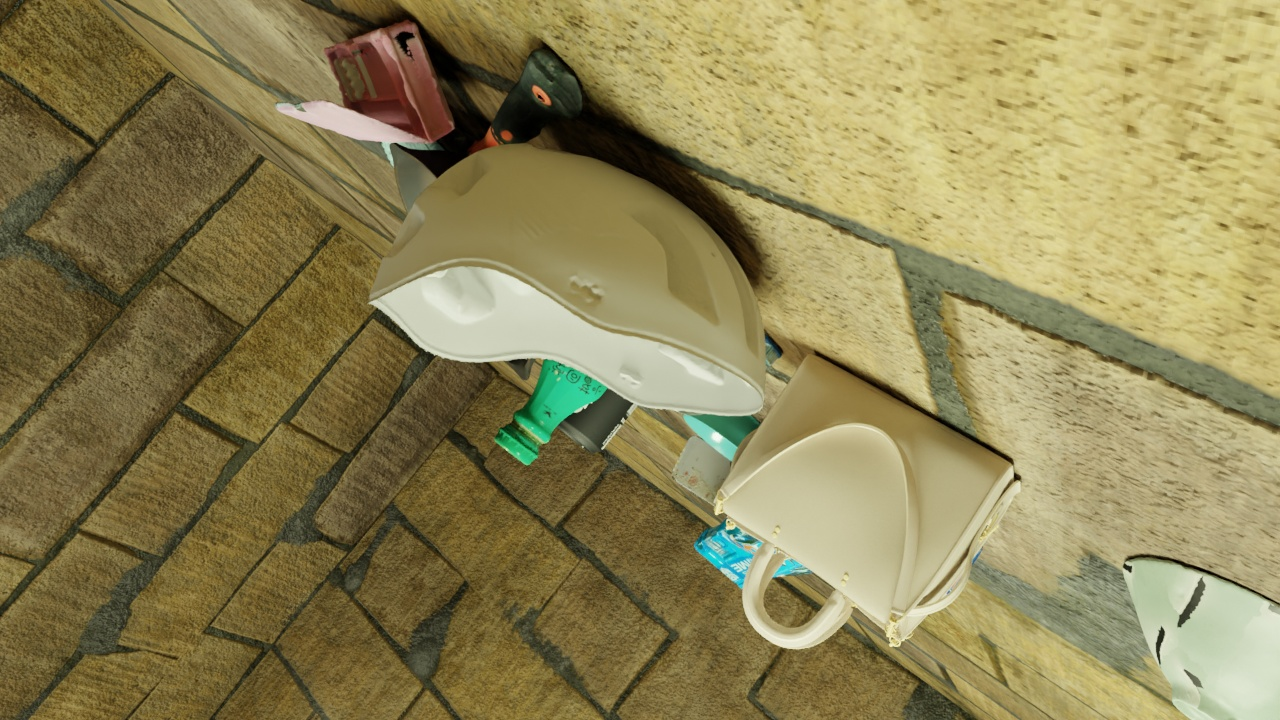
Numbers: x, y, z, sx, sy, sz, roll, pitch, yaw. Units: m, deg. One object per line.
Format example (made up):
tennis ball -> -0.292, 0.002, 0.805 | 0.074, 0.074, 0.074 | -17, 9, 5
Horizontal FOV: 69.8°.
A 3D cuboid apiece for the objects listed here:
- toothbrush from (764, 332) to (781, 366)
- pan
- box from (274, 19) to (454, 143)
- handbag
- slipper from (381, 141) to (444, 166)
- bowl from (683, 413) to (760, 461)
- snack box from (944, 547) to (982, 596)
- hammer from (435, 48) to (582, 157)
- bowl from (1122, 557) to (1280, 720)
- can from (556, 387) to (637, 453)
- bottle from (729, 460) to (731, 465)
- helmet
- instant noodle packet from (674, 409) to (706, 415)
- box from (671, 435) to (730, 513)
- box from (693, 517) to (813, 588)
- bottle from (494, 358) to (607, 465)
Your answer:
toothbrush -> 0.083, -0.035, 0.741 | 0.021, 0.016, 0.132 | 25, 165, 46
pan -> -0.177, -0.101, 0.918 | 0.249, 0.043, 0.357 | 62, 160, -14
box -> -0.249, -0.221, 0.782 | 0.233, 0.098, 0.099 | 26, 138, 56
handbag -> 0.147, 0.122, 0.688 | 0.195, 0.197, 0.101 | 32, 169, 33
slipper -> -0.182, -0.161, 0.984 | 0.116, 0.069, 0.276 | 12, 135, 49
bowl -> 0.114, 0.086, 1.110 | 0.121, 0.046, 0.121 | 37, 171, 7
snack box -> 0.230, 0.148, 0.935 | 0.226, 0.059, 0.059 | 36, 167, 19
hammer -> -0.104, -0.181, 0.724 | 0.133, 0.033, 0.333 | 42, 169, -16
bowl -> 0.385, 0.208, 0.598 | 0.174, 0.067, 0.174 | 38, 169, 9
can -> -0.044, 0.045, 1.205 | 0.080, 0.146, 0.080 | 37, 171, 7
bottle -> 0.185, 0.157, 1.143 | 0.161, 0.056, 0.056 | 33, 169, 34
helmet -> -0.037, -0.041, 0.648 | 0.282, 0.183, 0.224 | 31, 177, 18
instant noodle packet -> -0.006, 0.006, 1.027 | 0.146, 0.057, 0.269 | 3, -172, -31
box -> 0.157, 0.169, 1.273 | 0.107, 0.095, 0.216 | 12, -170, -42
box -> 0.182, 0.231, 1.098 | 0.174, 0.063, 0.244 | 22, 152, -10
bottle -> -0.060, 0.008, 0.891 | 0.068, 0.209, 0.068 | 37, 171, 7
